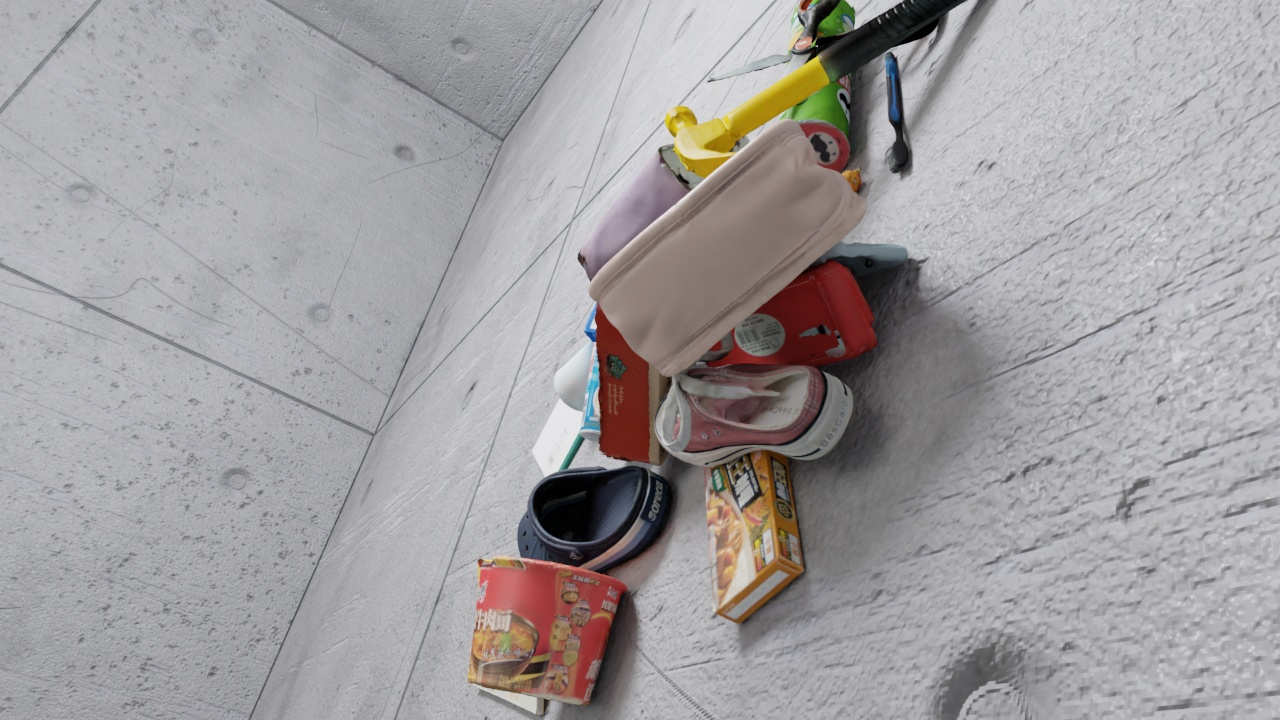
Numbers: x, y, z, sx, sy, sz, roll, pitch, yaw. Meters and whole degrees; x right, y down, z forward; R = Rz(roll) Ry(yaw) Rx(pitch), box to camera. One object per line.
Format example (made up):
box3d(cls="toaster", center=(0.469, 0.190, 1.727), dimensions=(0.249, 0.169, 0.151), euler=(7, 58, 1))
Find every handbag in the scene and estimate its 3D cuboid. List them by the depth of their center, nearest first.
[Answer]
box3d(cls="handbag", center=(0.071, -0.096, 0.722), dimensions=(0.194, 0.093, 0.233), euler=(-39, 5, 17))
box3d(cls="handbag", center=(0.034, -0.159, 1.021), dimensions=(0.198, 0.144, 0.098), euler=(-41, 71, 48))

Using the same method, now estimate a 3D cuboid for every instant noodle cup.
box3d(cls="instant noodle cup", center=(-0.087, 0.242, 0.816), dimensions=(0.138, 0.137, 0.108), euler=(-28, 48, 58))
box3d(cls="instant noodle cup", center=(-0.018, 0.036, 0.971), dimensions=(0.099, 0.099, 0.109), euler=(-16, 55, 64))

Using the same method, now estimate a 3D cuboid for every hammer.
box3d(cls="hammer", center=(0.163, -0.256, 0.806), dimensions=(0.301, 0.033, 0.128), euler=(-31, 44, 10))

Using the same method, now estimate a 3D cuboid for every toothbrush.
box3d(cls="toothbrush", center=(0.226, -0.226, 0.822), dimensions=(0.016, 0.014, 0.189), euler=(104, 177, -47))

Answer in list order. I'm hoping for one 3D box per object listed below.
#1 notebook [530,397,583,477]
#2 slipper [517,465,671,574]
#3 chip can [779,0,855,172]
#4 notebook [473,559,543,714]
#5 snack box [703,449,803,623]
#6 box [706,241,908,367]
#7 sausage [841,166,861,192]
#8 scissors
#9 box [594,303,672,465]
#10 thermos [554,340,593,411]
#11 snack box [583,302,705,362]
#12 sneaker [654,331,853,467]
box3d(cls="notebook", center=(-0.081, 0.054, 1.209), dimensions=(0.209, 0.012, 0.150), euler=(-61, 21, 5))
box3d(cls="slipper", center=(-0.068, 0.163, 0.918), dimensions=(0.254, 0.095, 0.104), euler=(-29, 35, 51))
box3d(cls="chip can", center=(0.178, -0.282, 0.926), dimensions=(0.072, 0.072, 0.235), euler=(-41, 28, 45))
box3d(cls="notebook", center=(-0.142, 0.287, 0.979), dimensions=(0.207, 0.010, 0.145), euler=(-21, 67, 61))
box3d(cls="snack box", center=(0.083, 0.117, 0.699), dimensions=(0.075, 0.026, 0.153), euler=(-49, 23, 31))
box3d(cls="box", center=(0.131, -0.048, 0.758), dimensions=(0.100, 0.095, 0.202), euler=(-29, 6, -27))
box3d(cls="sausage", center=(0.149, -0.110, 0.844), dimensions=(0.165, 0.021, 0.021), euler=(-53, 21, 24))
box3d(cls="scissors", center=(0.174, -0.317, 0.889), dimensions=(0.234, 0.022, 0.220), euler=(-8, 47, 25))
box3d(cls="box", center=(-0.005, 0.005, 0.852), dimensions=(0.091, 0.078, 0.168), euler=(-54, -31, -56))
box3d(cls="thermos", center=(-0.016, -0.022, 1.063), dimensions=(0.221, 0.070, 0.070), euler=(-43, 27, 37))
box3d(cls="snack box", center=(0.029, -0.048, 0.915), dimensions=(0.157, 0.026, 0.084), euler=(11, 68, 26))
box3d(cls="sneaker", center=(0.059, 0.029, 0.703), dimensions=(0.118, 0.088, 0.241), euler=(-64, 19, -13))
